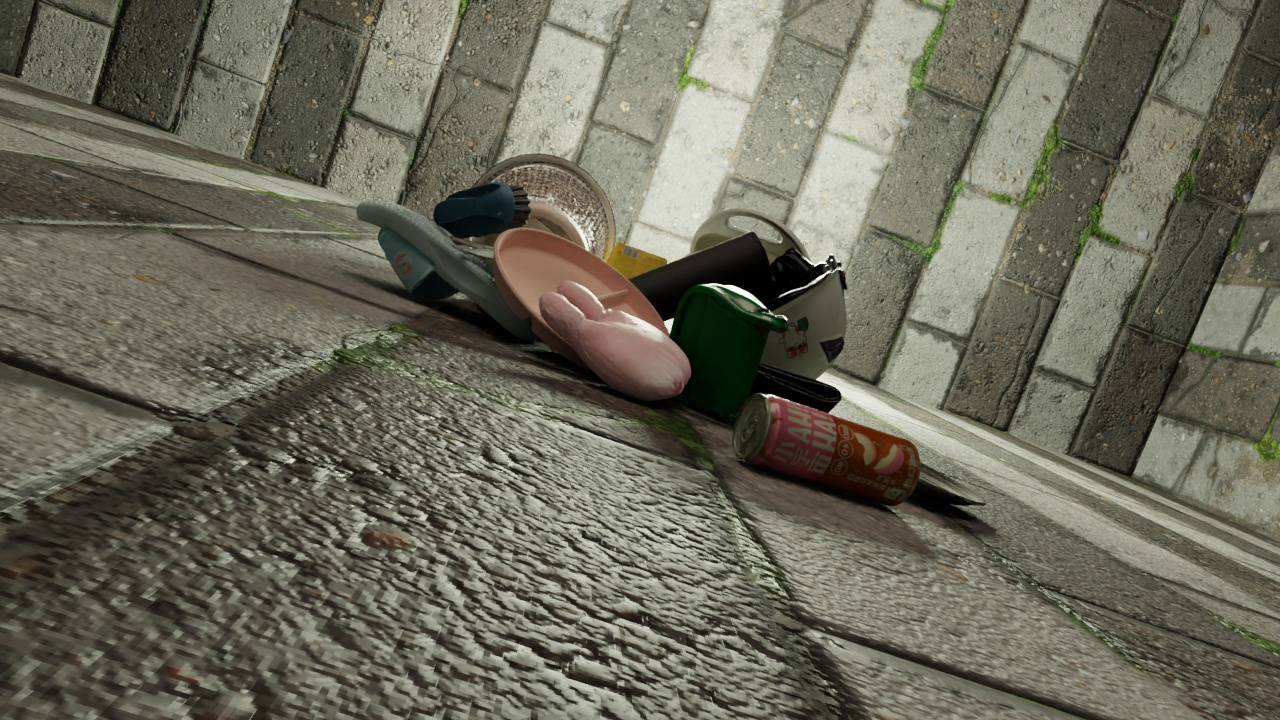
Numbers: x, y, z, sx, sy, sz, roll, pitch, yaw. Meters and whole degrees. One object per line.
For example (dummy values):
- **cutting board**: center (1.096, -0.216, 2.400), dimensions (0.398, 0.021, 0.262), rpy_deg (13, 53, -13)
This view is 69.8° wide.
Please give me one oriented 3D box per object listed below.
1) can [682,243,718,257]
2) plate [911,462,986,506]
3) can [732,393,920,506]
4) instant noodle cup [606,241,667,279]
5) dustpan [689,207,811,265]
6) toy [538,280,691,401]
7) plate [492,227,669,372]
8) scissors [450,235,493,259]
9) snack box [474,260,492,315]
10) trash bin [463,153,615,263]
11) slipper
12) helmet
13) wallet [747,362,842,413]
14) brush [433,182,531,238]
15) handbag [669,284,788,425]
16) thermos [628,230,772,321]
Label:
- **can**: center (0.079, -0.114, 1.229), dimensions (0.102, 0.057, 0.083), rpy_deg (-14, 17, 41)
- **plate**: center (0.250, 0.107, 0.907), dimensions (0.179, 0.024, 0.179), rpy_deg (25, 7, -3)
- **can**: center (0.151, 0.073, 0.739), dimensions (0.147, 0.058, 0.058), rpy_deg (18, 6, -17)
- **instant noodle cup**: center (-0.019, -0.091, 1.288), dimensions (0.116, 0.123, 0.116), rpy_deg (19, -7, 0)
- **dustpan**: center (0.156, -0.091, 1.367), dimensions (0.223, 0.258, 0.142), rpy_deg (23, 12, 26)
- **toy**: center (-0.024, -0.019, 0.877), dimensions (0.159, 0.054, 0.121), rpy_deg (37, 24, 4)
- **plate**: center (-0.062, -0.059, 0.987), dimensions (0.229, 0.028, 0.229), rpy_deg (31, 27, -18)
- **scissors**: center (-0.133, -0.123, 1.056), dimensions (0.202, 0.015, 0.204), rpy_deg (28, 22, -18)
- **snack box**: center (-0.135, -0.077, 1.080), dimensions (0.080, 0.082, 0.091), rpy_deg (32, 17, 27)
- **trash bin**: center (-0.146, -0.158, 1.261), dimensions (0.227, 0.228, 0.192), rpy_deg (19, 18, -9)
- **slipper**: center (-0.211, -0.091, 1.005), dimensions (0.245, 0.074, 0.104), rpy_deg (37, 8, 10)
- **helmet**: center (0.171, -0.030, 1.201), dimensions (0.157, 0.230, 0.274), rpy_deg (63, -4, -14)
- **wallet**: center (0.155, 0.044, 0.992), dimensions (0.096, 0.020, 0.122), rpy_deg (21, -22, 2)
- **brush**: center (-0.189, -0.169, 1.039), dimensions (0.073, 0.055, 0.144), rpy_deg (-6, 5, -41)
- **handbag**: center (0.087, -0.007, 0.927), dimensions (0.067, 0.131, 0.120), rpy_deg (-4, 26, -47)
- **thermos**: center (0.033, -0.095, 1.129), dimensions (0.068, 0.242, 0.090), rpy_deg (75, -5, -59)
